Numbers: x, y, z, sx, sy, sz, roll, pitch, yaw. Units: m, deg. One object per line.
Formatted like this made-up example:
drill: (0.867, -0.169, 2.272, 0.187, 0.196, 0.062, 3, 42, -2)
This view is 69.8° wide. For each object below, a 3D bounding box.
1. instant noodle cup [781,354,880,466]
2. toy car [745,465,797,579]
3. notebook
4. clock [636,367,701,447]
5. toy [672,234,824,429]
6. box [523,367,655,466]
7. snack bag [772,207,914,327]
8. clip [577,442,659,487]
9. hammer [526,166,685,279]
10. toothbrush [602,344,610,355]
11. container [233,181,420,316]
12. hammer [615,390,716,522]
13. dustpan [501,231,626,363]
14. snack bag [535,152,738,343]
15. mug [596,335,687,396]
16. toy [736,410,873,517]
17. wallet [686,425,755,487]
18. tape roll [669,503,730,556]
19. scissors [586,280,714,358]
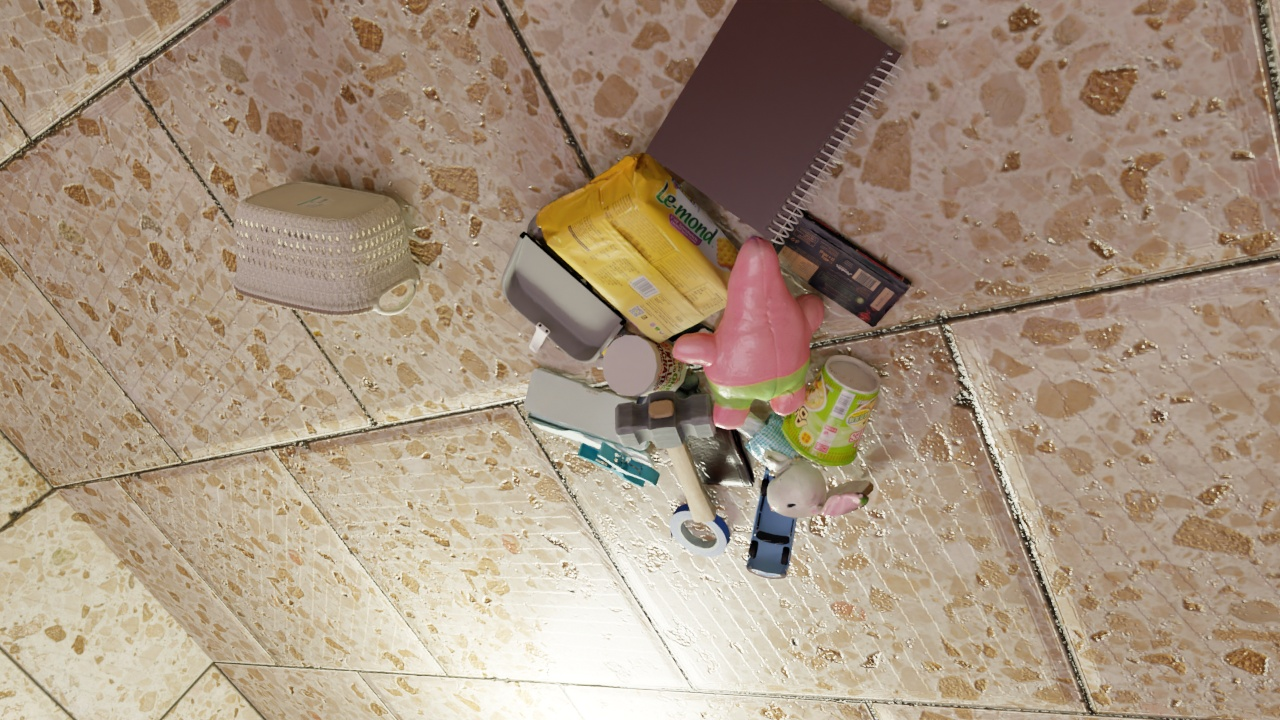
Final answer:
instant noodle cup: (0.236, 0.056, 1.104, 0.099, 0.098, 0.108, 26, 126, 9)
toy car: (0.181, 0.217, 1.234, 0.056, 0.153, 0.055, 9, 166, 13)
notebook: (0.129, -0.247, 0.899, 0.171, 0.022, 0.209, 37, 110, 9)
clock: (0.037, 0.051, 1.224, 0.090, 0.052, 0.129, 3, 109, 23)
toy: (0.129, -0.034, 1.036, 0.096, 0.192, 0.237, -126, 24, -52)
box: (-0.070, 0.086, 1.337, 0.197, 0.075, 0.126, 18, 150, 18)
snack bag: (0.220, -0.103, 1.032, 0.155, 0.018, 0.075, 35, 135, 2)
clip: (-0.019, 0.151, 1.327, 0.113, 0.028, 0.126, 1, 153, 48)
hammer: (0.008, -0.194, 1.053, 0.329, 0.052, 0.098, -26, 128, 34)
toothbrush: (-0.024, 0.011, 1.250, 0.021, 0.016, 0.135, -7, 131, 52)
container: (-0.435, -0.154, 1.263, 0.246, 0.184, 0.143, 12, 119, 20)
hammer: (0.059, 0.142, 1.222, 0.117, 0.051, 0.323, -8, 146, 10)
dustpan: (-0.116, -0.058, 1.204, 0.163, 0.033, 0.258, 41, 160, -1)
snack bag: (0.007, -0.119, 1.051, 0.160, 0.068, 0.247, -24, 130, 33)
mug: (-0.007, 0.007, 1.160, 0.105, 0.089, 0.073, 4, 90, 27)
toy: (0.185, 0.142, 1.172, 0.205, 0.131, 0.106, 38, 99, 11)
wallet: (0.099, 0.127, 1.277, 0.100, 0.031, 0.120, 0, 125, 34)
tape roll: (0.090, 0.258, 1.394, 0.093, 0.016, 0.091, 18, 132, 16)
scissors: (-0.009, -0.051, 1.201, 0.202, 0.015, 0.204, -16, 122, 38)
